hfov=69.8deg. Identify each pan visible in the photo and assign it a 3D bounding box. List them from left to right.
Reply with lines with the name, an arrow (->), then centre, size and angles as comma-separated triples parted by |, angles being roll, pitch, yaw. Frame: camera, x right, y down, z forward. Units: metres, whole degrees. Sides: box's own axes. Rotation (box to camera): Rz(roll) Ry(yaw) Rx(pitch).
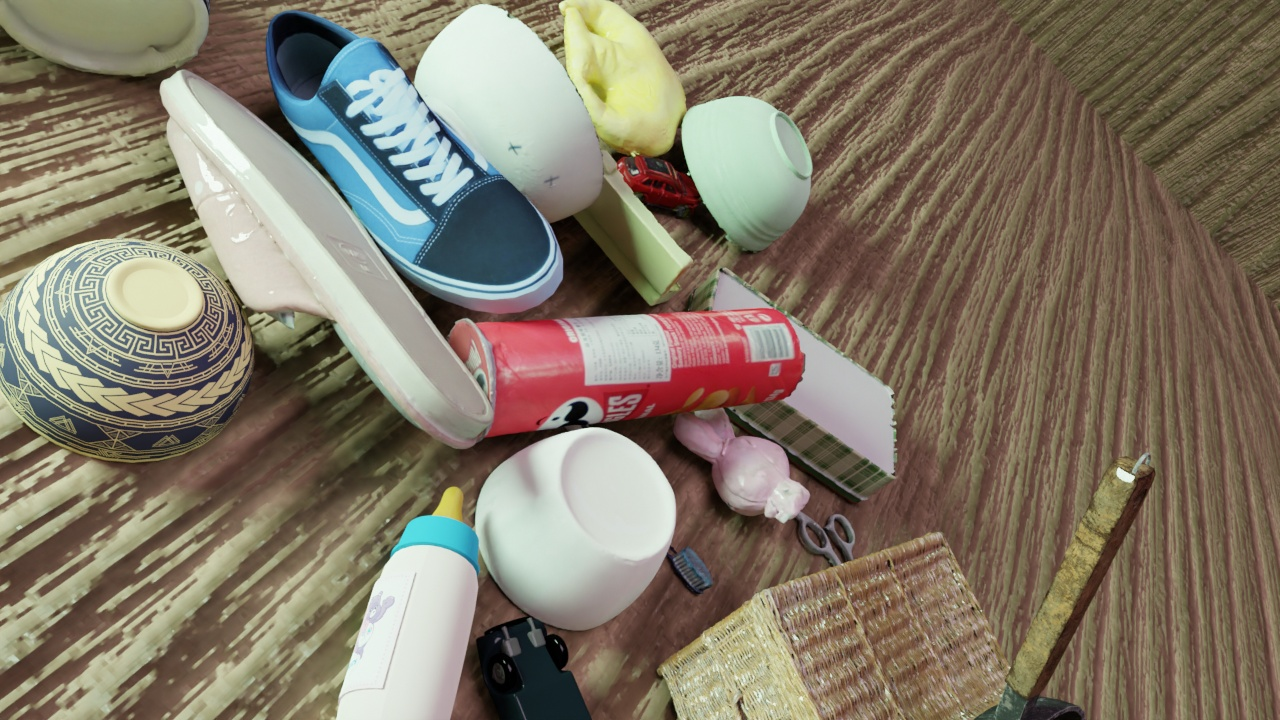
pan -> 0.185, 0.197, 0.473 | 0.207, 0.357, 0.040 | -12, 30, -40

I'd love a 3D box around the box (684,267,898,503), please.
box -> 0.122, 0.020, 0.752 | 0.205, 0.050, 0.117 | 33, 39, -18

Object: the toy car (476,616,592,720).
toy car -> -0.048, 0.186, 0.466 | 0.046, 0.034, 0.112 | -6, 62, -45

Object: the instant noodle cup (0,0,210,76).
instant noodle cup -> -0.305, -0.236, 0.514 | 0.137, 0.138, 0.112 | 3, 66, -41

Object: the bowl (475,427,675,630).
bowl -> -0.031, 0.091, 0.536 | 0.116, 0.066, 0.116 | 24, 45, -26

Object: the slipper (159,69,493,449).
slipper -> -0.180, -0.052, 0.497 | 0.274, 0.054, 0.114 | 49, 5, 16

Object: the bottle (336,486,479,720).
bottle -> -0.107, 0.123, 0.451 | 0.051, 0.051, 0.145 | 29, 43, -22

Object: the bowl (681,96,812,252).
bowl -> 0.111, -0.185, 0.860 | 0.151, 0.077, 0.150 | 33, 46, -41

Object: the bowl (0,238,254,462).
bowl -> -0.238, -0.015, 0.437 | 0.112, 0.061, 0.112 | 24, 45, -26

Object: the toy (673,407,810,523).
toy -> 0.071, 0.074, 0.661 | 0.110, 0.047, 0.063 | 46, 35, 16

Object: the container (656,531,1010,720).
container -> 0.121, 0.191, 0.554 | 0.198, 0.113, 0.113 | -3, 61, -44

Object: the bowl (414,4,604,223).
bowl -> -0.101, -0.153, 0.625 | 0.072, 0.154, 0.153 | -39, 88, -23

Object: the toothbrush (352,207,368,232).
toothbrush -> -0.190, -0.152, 0.632 | 0.016, 0.016, 0.180 | 24, 43, -39

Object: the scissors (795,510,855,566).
scissors -> 0.162, 0.174, 0.687 | 0.094, 0.014, 0.170 | 7, 51, -41

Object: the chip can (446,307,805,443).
chip can -> -0.004, 0.003, 0.593 | 0.232, 0.073, 0.073 | -5, 61, -32

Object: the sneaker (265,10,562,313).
sneaker -> -0.145, -0.123, 0.541 | 0.083, 0.098, 0.241 | -42, 71, -16

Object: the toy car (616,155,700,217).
toy car -> 0.016, -0.155, 0.811 | 0.091, 0.036, 0.042 | 9, 52, -45

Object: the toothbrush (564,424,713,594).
toothbrush -> -0.014, 0.075, 0.603 | 0.189, 0.017, 0.016 | 52, 40, 4

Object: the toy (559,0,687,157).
toy -> -0.012, -0.253, 0.838 | 0.154, 0.065, 0.170 | 16, 54, -43

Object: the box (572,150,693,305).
box -> -0.036, -0.123, 0.689 | 0.044, 0.141, 0.187 | -40, 89, -7
